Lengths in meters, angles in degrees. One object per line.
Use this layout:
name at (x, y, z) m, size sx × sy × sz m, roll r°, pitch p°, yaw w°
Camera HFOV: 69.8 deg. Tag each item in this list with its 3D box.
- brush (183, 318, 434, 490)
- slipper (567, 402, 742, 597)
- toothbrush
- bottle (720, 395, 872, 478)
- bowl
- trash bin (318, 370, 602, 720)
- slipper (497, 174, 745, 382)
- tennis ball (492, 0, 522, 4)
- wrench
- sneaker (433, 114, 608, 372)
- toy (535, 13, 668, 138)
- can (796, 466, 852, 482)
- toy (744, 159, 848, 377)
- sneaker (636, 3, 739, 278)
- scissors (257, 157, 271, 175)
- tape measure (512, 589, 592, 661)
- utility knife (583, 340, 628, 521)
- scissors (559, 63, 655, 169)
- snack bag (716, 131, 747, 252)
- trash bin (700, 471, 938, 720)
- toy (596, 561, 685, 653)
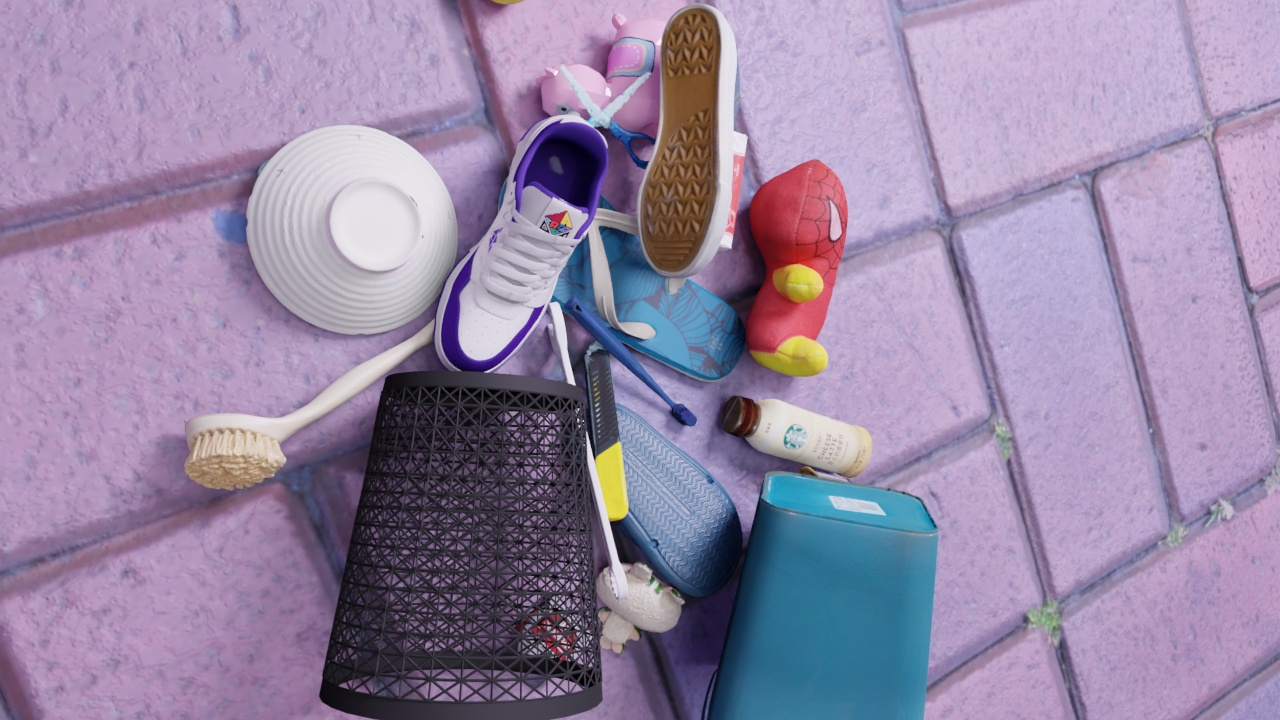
brush at (-0.247, 0.020, 0.764) m, size 0.271 × 0.062 × 0.077 m, roll -33°, pitch 75°, yaw -25°
slipper at (0.016, 0.129, 0.880) m, size 0.103 × 0.059 × 0.213 m, roll -41°, pitch 91°, yaw -21°
toothbrush at (-0.005, 0.005, 0.871) m, size 0.016 × 0.017 × 0.190 m, roll -51°, pitch 121°, yaw -10°
bottle at (0.160, 0.076, 0.946) m, size 0.162 × 0.057 × 0.056 m, roll 18°, pitch 82°, yaw -23°
bowl at (-0.224, -0.109, 0.754) m, size 0.177 × 0.071 × 0.177 m, roll -2°, pitch 94°, yaw -30°
trash bin at (-0.133, 0.141, 0.739) m, size 0.216 × 0.217 × 0.243 m, roll 7°, pitch 80°, yaw -24°
slipper at (-0.009, -0.075, 0.870) m, size 0.295 × 0.060 × 0.118 m, roll 34°, pitch 79°, yaw -20°
tennis ball at (-0.120, -0.352, 0.816) m, size 0.065 × 0.065 × 0.065 m, roll 0°, pitch 89°, yaw -25°
wrench at (-0.049, 0.075, 0.810) m, size 0.009 × 0.047 × 0.273 m, roll -11°, pitch 72°, yaw -14°
sneaker at (-0.091, -0.095, 0.762) m, size 0.091 × 0.111 × 0.244 m, roll 24°, pitch 85°, yaw -21°
toy at (-0.016, -0.265, 0.864) m, size 0.157 × 0.067 × 0.123 m, roll 9°, pitch 84°, yaw -20°
can at (0.182, 0.164, 0.946) m, size 0.059 × 0.054 × 0.100 m, roll 14°, pitch 105°, yaw -25°
toy at (0.155, -0.092, 0.912) m, size 0.099 × 0.147 × 0.216 m, roll 4°, pitch 90°, yaw 3°
sneaker at (0.057, -0.190, 0.822) m, size 0.079 × 0.087 × 0.235 m, roll -4°, pitch 102°, yaw -59°
scissors at (-0.266, -0.136, 0.778) m, size 0.125 × 0.011 × 0.127 m, roll -48°, pitch 110°, yaw -18°
tape measure at (-0.084, 0.256, 0.853) m, size 0.062 × 0.020 × 0.060 m, roll -44°, pitch 107°, yaw -18°
utility knife at (-0.033, 0.060, 0.845) m, size 0.028 × 0.020 × 0.174 m, roll -2°, pitch 73°, yaw -12°
scissors at (-0.035, -0.213, 0.833) m, size 0.127 × 0.014 × 0.133 m, roll -43°, pitch 121°, yaw 14°
snack bag at (0.065, -0.161, 0.893) m, size 0.036 × 0.077 × 0.116 m, roll 11°, pitch 85°, yaw -26°
trash bin at (0.169, 0.230, 0.831) m, size 0.197 × 0.199 × 0.219 m, roll 9°, pitch 97°, yaw 8°
toy at (-0.004, 0.228, 0.868) m, size 0.087 × 0.113 × 0.050 m, roll 30°, pitch 40°, yaw -2°
